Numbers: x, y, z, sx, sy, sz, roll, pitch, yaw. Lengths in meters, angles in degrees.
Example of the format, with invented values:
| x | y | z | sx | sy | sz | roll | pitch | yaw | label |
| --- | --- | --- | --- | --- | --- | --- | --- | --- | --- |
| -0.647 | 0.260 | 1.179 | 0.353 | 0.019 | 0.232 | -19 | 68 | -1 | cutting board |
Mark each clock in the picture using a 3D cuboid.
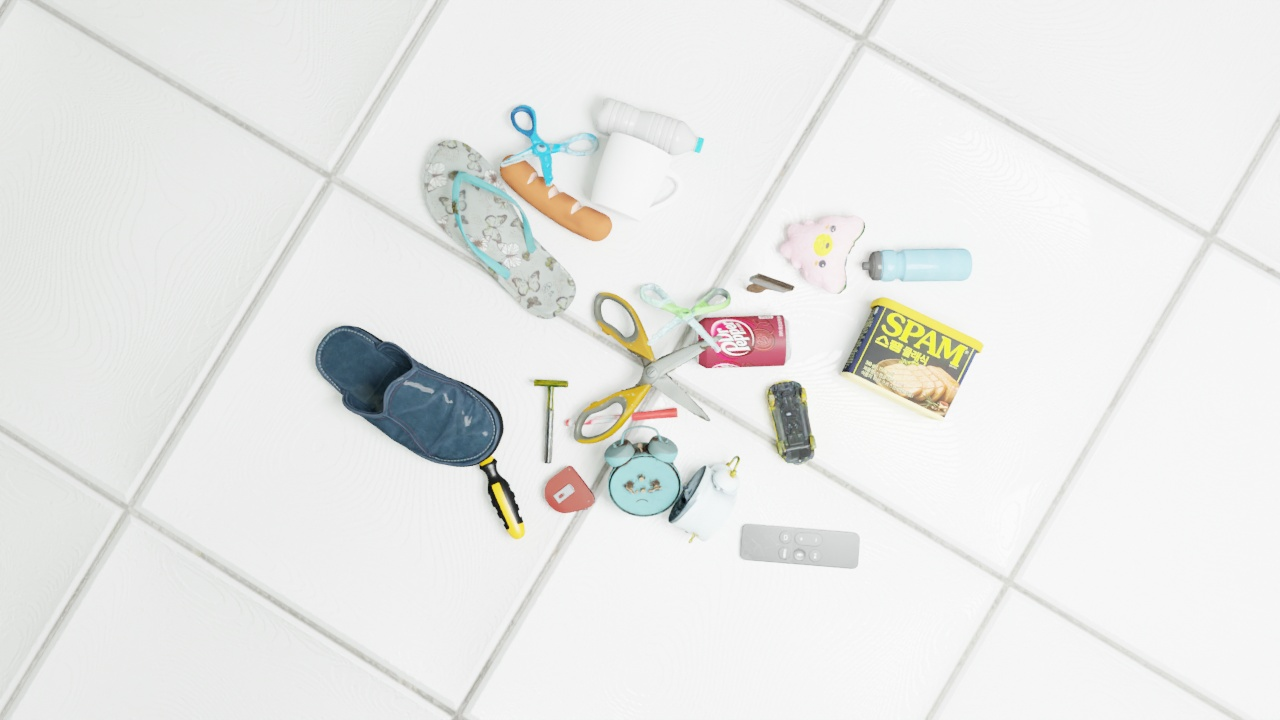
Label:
| x | y | z | sx | sy | sz | roll | pitch | yaw | label |
| --- | --- | --- | --- | --- | --- | --- | --- | --- | --- |
| 0.083 | 0.163 | 1.113 | 0.057 | 0.083 | 0.117 | 35 | 92 | -2 | clock |
| 0.003 | 0.130 | 1.110 | 0.090 | 0.053 | 0.124 | -4 | 116 | -1 | clock |

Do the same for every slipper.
| x | y | z | sx | sy | sz | roll | pitch | yaw | label |
| --- | --- | --- | --- | --- | --- | --- | --- | --- | --- |
| -0.187 | -0.162 | 1.154 | 0.098 | 0.054 | 0.269 | -37 | 88 | 2 | slipper |
| -0.296 | 0.044 | 1.125 | 0.265 | 0.083 | 0.109 | 32 | 91 | 7 | slipper |

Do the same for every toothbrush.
| x | y | z | sx | sy | sz | roll | pitch | yaw | label |
| --- | --- | --- | --- | --- | --- | --- | --- | --- | --- |
| -0.190 | 0.133 | 1.152 | 0.031 | 0.031 | 0.196 | -24 | 82 | -3 | toothbrush |

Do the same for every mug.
| x | y | z | sx | sy | sz | roll | pitch | yaw | label |
| --- | --- | --- | --- | --- | --- | --- | --- | --- | --- |
| -0.001 | -0.220 | 1.144 | 0.114 | 0.081 | 0.087 | 20 | 95 | -28 | mug |

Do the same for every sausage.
| x | y | z | sx | sy | sz | roll | pitch | yaw | label |
| --- | --- | --- | --- | --- | --- | --- | --- | --- | --- |
| -0.109 | -0.202 | 1.157 | 0.164 | 0.039 | 0.044 | 35 | 107 | 4 | sausage |

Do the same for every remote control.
| x | y | z | sx | sy | sz | roll | pitch | yaw | label |
| --- | --- | --- | --- | --- | --- | --- | --- | --- | --- |
| 0.198 | 0.231 | 1.142 | 0.147 | 0.008 | 0.045 | 4 | 87 | 2 | remote control |

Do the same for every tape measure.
| x | y | z | sx | sy | sz | roll | pitch | yaw | label |
| --- | --- | --- | --- | --- | --- | --- | --- | --- | --- |
| -0.091 | 0.168 | 1.150 | 0.051 | 0.019 | 0.059 | -38 | 87 | 0 | tape measure |

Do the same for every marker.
| x | y | z | sx | sy | sz | roll | pitch | yaw | label |
| --- | --- | --- | --- | --- | --- | --- | --- | --- | --- |
| -0.024 | 0.072 | 1.155 | 0.142 | 0.013 | 0.013 | -6 | 87 | 2 | marker |

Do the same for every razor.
| x | y | z | sx | sy | sz | roll | pitch | yaw | label |
| --- | --- | --- | --- | --- | --- | --- | --- | --- | --- |
| -0.114 | 0.077 | 1.155 | 0.042 | 0.026 | 0.106 | 3 | 91 | 0 | razor |

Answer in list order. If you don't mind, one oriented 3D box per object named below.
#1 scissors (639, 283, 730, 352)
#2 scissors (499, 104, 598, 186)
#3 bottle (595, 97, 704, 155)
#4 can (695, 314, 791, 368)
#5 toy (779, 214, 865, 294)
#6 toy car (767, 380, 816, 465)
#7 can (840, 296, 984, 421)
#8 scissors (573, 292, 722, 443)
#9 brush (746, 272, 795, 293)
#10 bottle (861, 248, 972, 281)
| x | y | z | sx | sy | sz | roll | pitch | yaw | label |
| --- | --- | --- | --- | --- | --- | --- | --- | --- | --- |
| 0.048 | -0.055 | 1.107 | 0.166 | 0.170 | 0.024 | 27 | 126 | 24 | scissors |
| -0.124 | -0.276 | 1.158 | 0.133 | 0.011 | 0.140 | -28 | 70 | -22 | scissors |
| 0.013 | -0.291 | 1.155 | 0.136 | 0.044 | 0.044 | 18 | 88 | 3 | bottle |
| 0.126 | -0.023 | 1.129 | 0.114 | 0.063 | 0.063 | -2 | 87 | 2 | can |
| 0.224 | -0.140 | 1.138 | 0.093 | 0.050 | 0.102 | 21 | 85 | 8 | toy |
| 0.187 | 0.077 | 1.138 | 0.049 | 0.030 | 0.107 | -9 | 85 | 0 | toy car |
| 0.327 | 0.000 | 1.116 | 0.135 | 0.075 | 0.104 | 26 | 91 | 3 | can |
| -0.006 | 0.007 | 1.126 | 0.226 | 0.016 | 0.229 | -33 | 69 | 15 | scissors |
| 0.143 | -0.088 | 1.091 | 0.045 | 0.143 | 0.008 | 19 | 89 | -6 | brush |
| 0.340 | -0.118 | 1.137 | 0.130 | 0.040 | 0.040 | -1 | 87 | 2 | bottle |
